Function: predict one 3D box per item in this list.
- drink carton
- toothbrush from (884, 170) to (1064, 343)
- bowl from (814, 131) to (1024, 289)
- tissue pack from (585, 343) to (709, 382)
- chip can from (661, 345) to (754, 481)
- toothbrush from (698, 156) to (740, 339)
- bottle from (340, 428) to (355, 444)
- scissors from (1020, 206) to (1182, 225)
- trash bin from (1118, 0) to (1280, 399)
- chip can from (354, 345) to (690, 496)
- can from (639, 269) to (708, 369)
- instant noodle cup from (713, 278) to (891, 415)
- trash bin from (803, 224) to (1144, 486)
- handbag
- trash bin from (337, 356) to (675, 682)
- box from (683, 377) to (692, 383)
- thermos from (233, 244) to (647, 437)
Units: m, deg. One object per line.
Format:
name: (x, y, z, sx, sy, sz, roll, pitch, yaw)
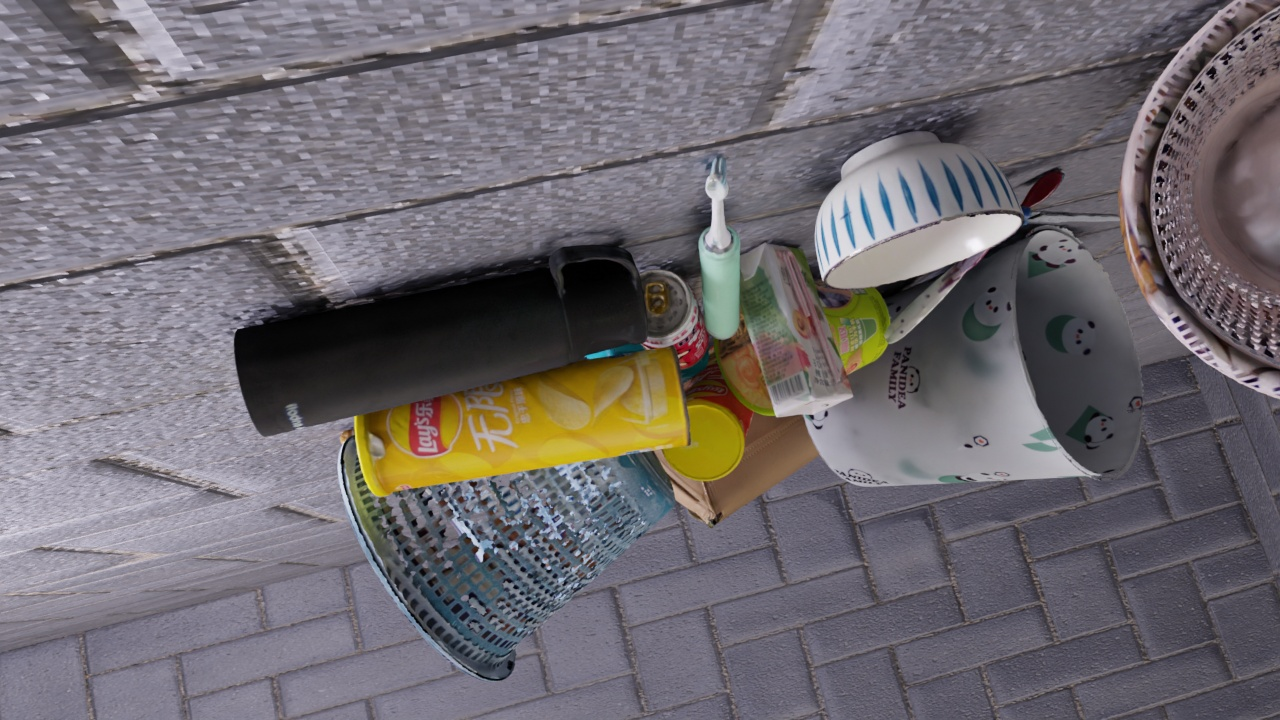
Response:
drink carton: (0.109, -0.023, 0.666, 0.053, 0.122, 0.046, 1, 159, -46)
toothbrush: (0.256, -0.077, 0.716, 0.017, 0.016, 0.188, -18, 153, -50)
bowl: (0.156, -0.092, 0.540, 0.116, 0.066, 0.116, -13, 168, -3)
tissue pack: (-0.005, 0.005, 0.832, 0.093, 0.050, 0.134, -7, 166, -27)
chip can: (0.074, 0.040, 0.856, 0.073, 0.073, 0.216, -18, -170, 17)
toothbrush: (0.050, -0.062, 0.583, 0.026, 0.027, 0.225, 6, 163, 8)
bottle: (-0.204, 0.079, 0.914, 0.174, 0.057, 0.057, -12, 168, -10)
scissors: (0.281, -0.098, 0.647, 0.175, 0.012, 0.108, 7, 175, -2)
trash bin: (0.397, -0.099, 0.509, 0.228, 0.227, 0.191, -22, 179, 31)
chip can: (-0.076, 0.039, 0.614, 0.213, 0.072, 0.072, -9, 168, -2)
can: (0.021, -0.029, 0.699, 0.053, 0.053, 0.133, -16, 168, 6)
instant noodle cup: (0.144, -0.022, 0.774, 0.123, 0.111, 0.112, -16, 171, -34)
trash bin: (0.310, 0.018, 0.896, 0.229, 0.229, 0.253, -5, 170, -40)
handbag: (0.100, 0.082, 1.002, 0.204, 0.147, 0.100, -30, 160, -14)
trash bin: (-0.089, 0.103, 0.728, 0.195, 0.226, 0.226, -34, 167, 1)
box: (0.043, 0.046, 1.064, 0.162, 0.076, 0.088, -8, 139, -24)
thermos: (-0.119, -0.021, 0.566, 0.242, 0.068, 0.090, -14, 142, -10)
